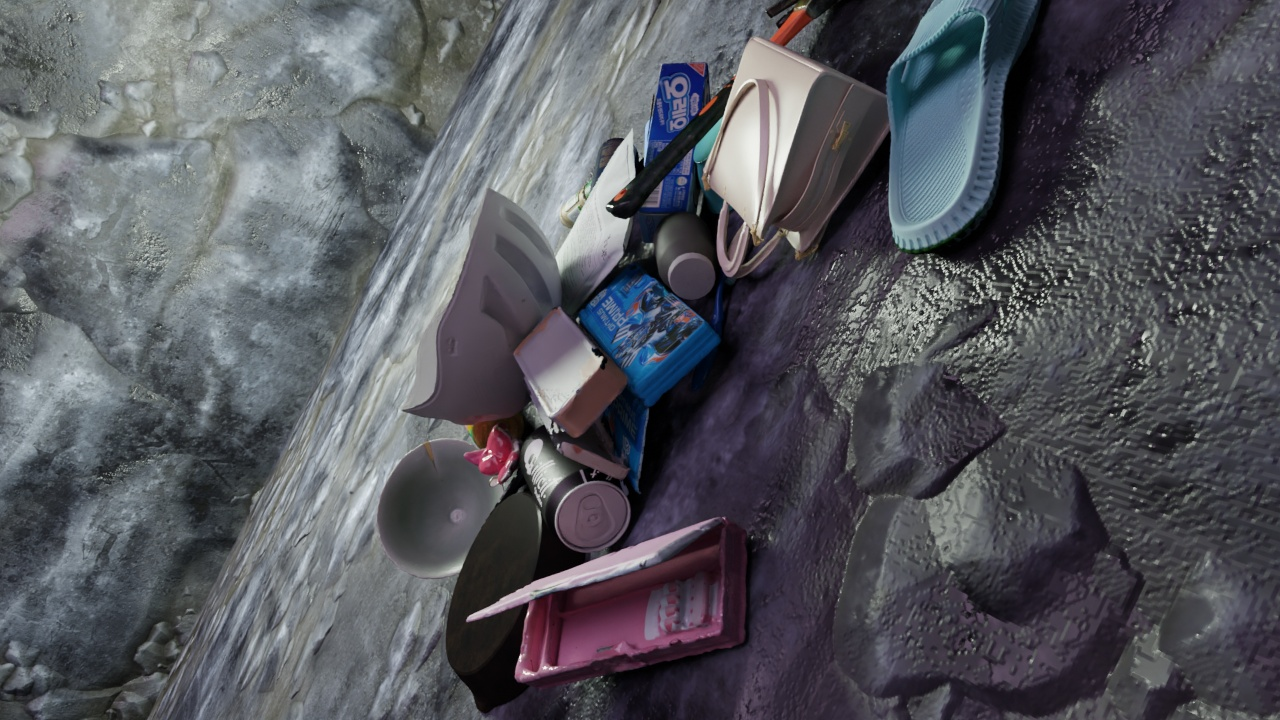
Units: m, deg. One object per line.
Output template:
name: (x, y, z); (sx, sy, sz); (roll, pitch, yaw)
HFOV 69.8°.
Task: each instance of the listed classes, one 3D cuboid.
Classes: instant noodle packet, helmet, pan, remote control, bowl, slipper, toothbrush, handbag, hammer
instant noodle packet: (-0.053, -0.131, 1.060); (0.270, 0.057, 0.146); (135, 139, -59)
helmet: (-0.182, -0.058, 1.050); (0.223, 0.183, 0.283); (-101, 14, -56)
pan: (-0.106, 0.229, 0.895); (0.357, 0.043, 0.248); (-9, 58, 60)
remote control: (-0.140, 0.143, 1.057); (0.140, 0.021, 0.045); (-55, 0, 8)
bowl: (-0.236, 0.188, 1.145); (0.174, 0.068, 0.174); (-6, 67, 14)
slipper: (0.221, -0.204, 0.663); (0.116, 0.069, 0.275); (-22, 48, 59)
bowl: (0.089, -0.216, 0.948); (0.121, 0.046, 0.121); (-44, 31, 35)
toothbrush: (0.069, -0.031, 0.849); (0.021, 0.016, 0.132); (-15, 56, 59)
handbag: (0.116, -0.167, 0.812); (0.194, 0.101, 0.198); (-114, 44, -60)
hammer: (0.086, -0.265, 0.920); (0.333, 0.033, 0.133); (-47, 24, -6)

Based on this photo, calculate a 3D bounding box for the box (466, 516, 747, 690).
box: (-0.036, 0.180, 0.705); (0.233, 0.098, 0.099); (-27, 45, 40)

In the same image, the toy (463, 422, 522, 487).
toy: (-0.162, 0.118, 1.090); (0.065, 0.050, 0.102); (-51, 32, -5)

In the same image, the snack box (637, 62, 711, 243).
snack box: (0.040, -0.232, 1.015); (0.059, 0.059, 0.225); (74, -160, -58)

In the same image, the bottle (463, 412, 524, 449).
bottle: (-0.212, 0.063, 1.231); (0.068, 0.068, 0.210); (-62, 25, 2)

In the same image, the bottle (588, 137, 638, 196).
bottle: (-0.037, -0.216, 1.179); (0.056, 0.056, 0.160); (-35, 36, 45)

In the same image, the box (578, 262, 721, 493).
box: (-0.018, 0.000, 0.911); (0.174, 0.063, 0.243); (-63, 22, 10)

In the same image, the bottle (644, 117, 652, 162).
bottle: (0.028, -0.237, 1.084); (0.048, 0.048, 0.131); (-42, 32, 37)

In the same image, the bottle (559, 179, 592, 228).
bottle: (-0.074, -0.218, 1.272); (0.110, 0.042, 0.042); (-28, 42, 54)

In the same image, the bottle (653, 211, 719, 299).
bottle: (0.045, -0.102, 0.896); (0.060, 0.060, 0.108); (-52, 20, 22)

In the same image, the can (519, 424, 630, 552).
can: (-0.064, 0.117, 0.879); (0.080, 0.080, 0.146); (-60, 25, 7)

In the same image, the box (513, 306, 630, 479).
box: (-0.062, 0.019, 0.881); (0.216, 0.094, 0.108); (-134, 61, -67)
